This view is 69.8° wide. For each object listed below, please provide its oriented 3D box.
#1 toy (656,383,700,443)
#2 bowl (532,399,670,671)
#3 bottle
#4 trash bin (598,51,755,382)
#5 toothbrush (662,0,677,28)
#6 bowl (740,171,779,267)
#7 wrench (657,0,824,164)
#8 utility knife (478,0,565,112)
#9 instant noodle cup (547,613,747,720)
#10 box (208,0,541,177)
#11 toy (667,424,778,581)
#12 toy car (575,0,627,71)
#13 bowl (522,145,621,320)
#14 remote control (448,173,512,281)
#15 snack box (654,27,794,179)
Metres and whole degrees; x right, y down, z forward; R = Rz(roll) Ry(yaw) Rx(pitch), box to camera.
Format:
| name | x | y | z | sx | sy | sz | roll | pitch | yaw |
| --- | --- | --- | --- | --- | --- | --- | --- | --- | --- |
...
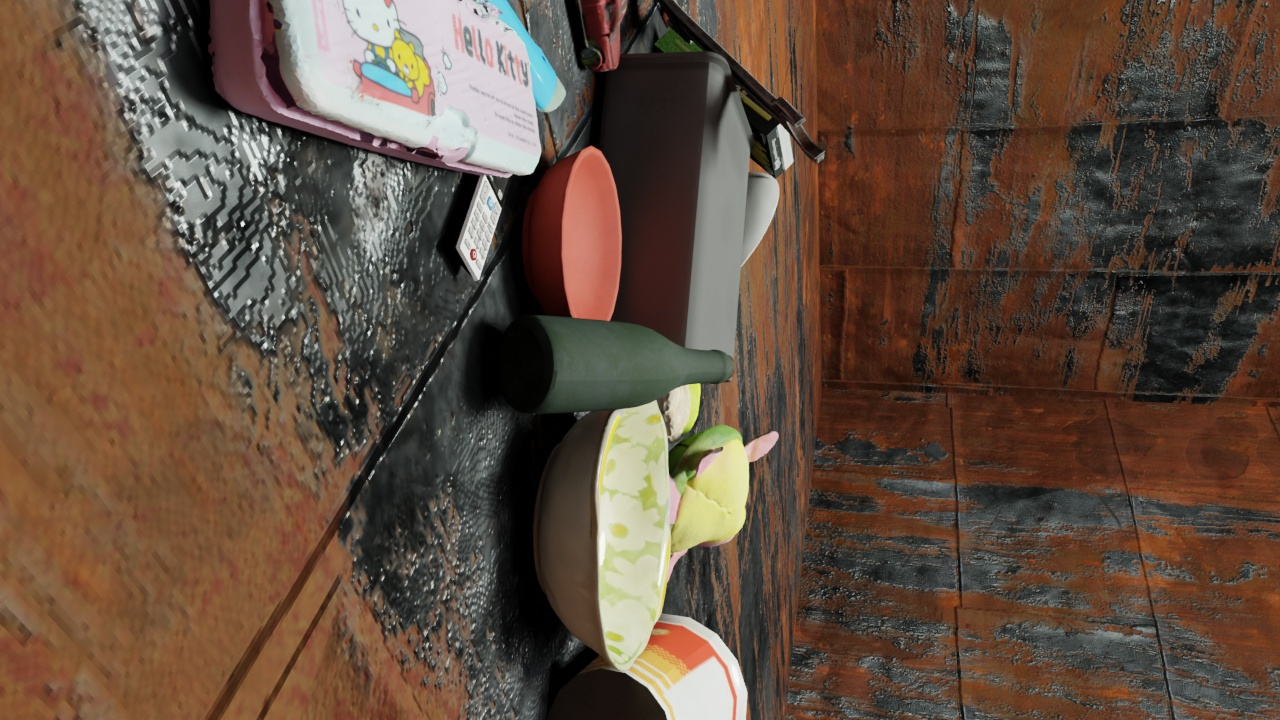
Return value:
| name | x | y | z | sx | sy | sz | roll | pitch | yaw |
| --- | --- | --- | --- | --- | --- | --- | --- | --- | --- |
| toy | 0.032 | 0.033 | 0.867 | 0.115 | 0.046 | 0.092 | -57 | 149 | -72 |
| bowl | -0.028 | 0.112 | 0.633 | 0.219 | 0.060 | 0.188 | 72 | 24 | -54 |
| bottle | -0.003 | 0.003 | 0.564 | 0.173 | 0.055 | 0.055 | 1 | 91 | -44 |
| trash bin | 0.027 | -0.104 | 0.741 | 0.191 | 0.098 | 0.219 | 29 | 66 | -74 |
| toothbrush | 0.011 | -0.338 | 0.805 | 0.184 | 0.015 | 0.015 | 19 | 71 | -74 |
| bowl | 0.068 | -0.127 | 0.888 | 0.043 | 0.150 | 0.149 | 33 | 47 | -20 |
| wrench | 0.066 | -0.234 | 0.717 | 0.070 | 0.010 | 0.273 | 45 | 10 | -49 |
| utility knife | -0.077 | -0.180 | 0.471 | 0.158 | 0.015 | 0.031 | 52 | 45 | -57 |
| instant noodle cup | 0.001 | 0.259 | 0.669 | 0.121 | 0.124 | 0.123 | 12 | 80 | -67 |
| box | -0.092 | -0.125 | 0.378 | 0.202 | 0.044 | 0.086 | -14 | 103 | -73 |
| toy | 0.059 | 0.133 | 0.900 | 0.190 | 0.088 | 0.238 | -55 | 159 | -8 |
| toy car | -0.029 | -0.244 | 0.632 | 0.042 | 0.036 | 0.091 | -74 | 165 | -44 |
| bowl | -0.045 | -0.074 | 0.586 | 0.122 | 0.035 | 0.122 | 3 | 89 | -75 |
| remote control | -0.081 | -0.101 | 0.494 | 0.028 | 0.012 | 0.124 | 70 | 27 | -56 |
| snack box | 0.079 | -0.239 | 0.852 | 0.025 | 0.147 | 0.080 | -44 | 159 | -2 |
